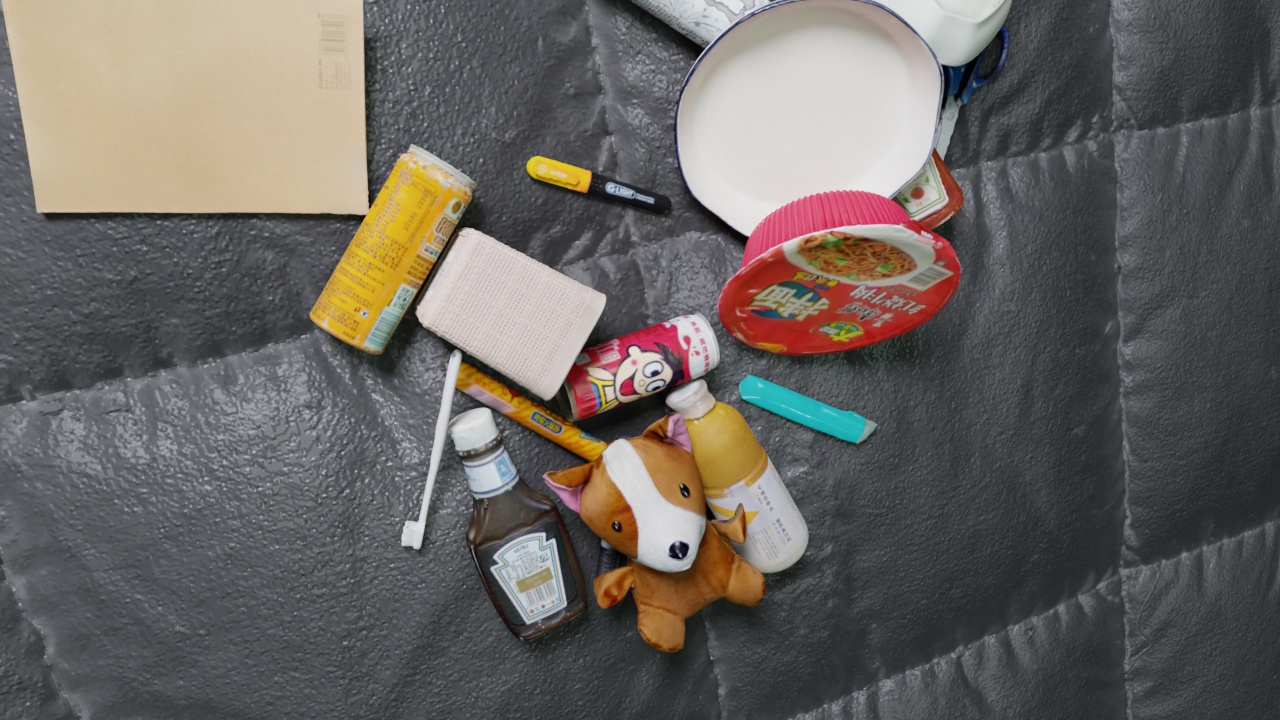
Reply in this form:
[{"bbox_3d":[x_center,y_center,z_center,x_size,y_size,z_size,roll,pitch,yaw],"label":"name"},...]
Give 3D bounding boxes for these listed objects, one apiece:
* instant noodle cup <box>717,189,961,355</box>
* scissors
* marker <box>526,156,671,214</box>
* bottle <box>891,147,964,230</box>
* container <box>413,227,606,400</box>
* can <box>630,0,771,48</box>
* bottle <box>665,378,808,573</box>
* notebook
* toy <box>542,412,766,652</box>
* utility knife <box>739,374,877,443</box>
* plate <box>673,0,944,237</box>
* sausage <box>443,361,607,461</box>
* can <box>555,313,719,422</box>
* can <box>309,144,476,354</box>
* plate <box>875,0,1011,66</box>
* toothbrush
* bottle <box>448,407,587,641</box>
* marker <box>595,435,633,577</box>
[{"bbox_3d":[0.156,-0.075,0.747,0.193,0.194,0.065,10,60,-22],"label":"instant noodle cup"},{"bbox_3d":[0.274,-0.234,0.826,0.173,0.012,0.125,-48,115,-4],"label":"scissors"},{"bbox_3d":[-0.031,-0.138,0.730,0.123,0.015,0.018,12,102,-24],"label":"marker"},{"bbox_3d":[0.202,-0.203,0.780,0.059,0.060,0.206,-41,106,-8],"label":"bottle"},{"bbox_3d":[-0.102,-0.040,0.688,0.111,0.090,0.090,29,91,-20],"label":"container"},{"bbox_3d":[0.030,-0.285,0.696,0.146,0.058,0.058,25,92,-23],"label":"can"},{"bbox_3d":[0.082,0.100,0.798,0.068,0.068,0.189,-35,112,-10],"label":"bottle"},{"bbox_3d":[-0.290,-0.171,0.610,0.211,0.012,0.150,-3,114,-20],"label":"notebook"},{"bbox_3d":[0.017,0.142,0.744,0.140,0.130,0.200,-28,114,-10],"label":"toy"},{"bbox_3d":[0.154,0.046,0.845,0.151,0.013,0.029,21,91,-21],"label":"utility knife"},{"bbox_3d":[0.127,-0.189,0.716,0.205,0.045,0.205,-1,131,-1],"label":"plate"},{"bbox_3d":[-0.089,0.044,0.746,0.165,0.021,0.021,32,89,-24],"label":"sausage"},{"bbox_3d":[-0.004,0.004,0.751,0.132,0.053,0.053,-19,108,-16],"label":"can"},{"bbox_3d":[-0.178,-0.079,0.664,0.058,0.058,0.146,30,90,-24],"label":"can"},{"bbox_3d":[0.209,-0.360,0.721,0.161,0.034,0.266,-44,103,-23],"label":"plate"},{"bbox_3d":[-0.161,0.071,0.705,0.016,0.016,0.180,11,114,-16],"label":"toothbrush"},{"bbox_3d":[-0.106,0.132,0.749,0.079,0.044,0.195,-23,109,-15],"label":"bottle"},{"bbox_3d":[-0.020,0.129,0.795,0.022,0.018,0.131,1,103,-42],"label":"marker"}]
